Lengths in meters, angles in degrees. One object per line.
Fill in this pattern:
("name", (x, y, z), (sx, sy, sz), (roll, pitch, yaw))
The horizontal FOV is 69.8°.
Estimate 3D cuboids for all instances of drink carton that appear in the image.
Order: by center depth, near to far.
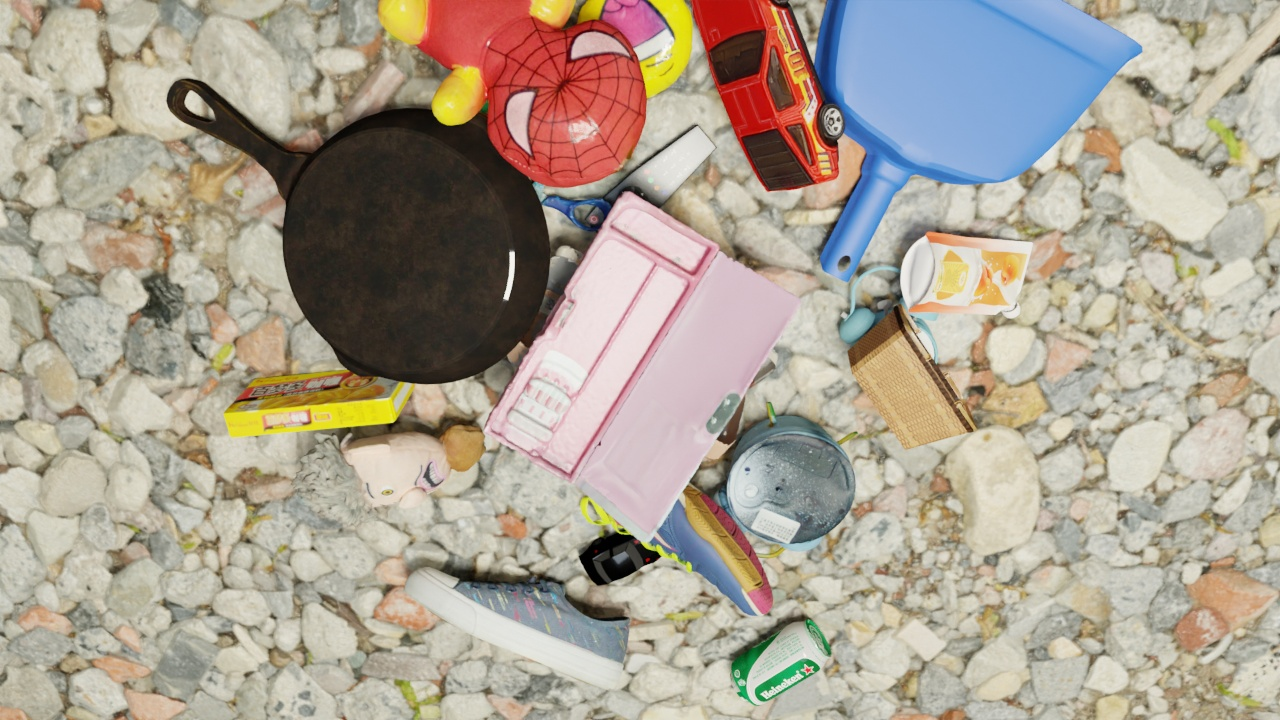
("drink carton", (0.282, -0.071, 0.779), (0.122, 0.039, 0.069), (0, 109, -25))

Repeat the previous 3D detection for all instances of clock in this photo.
("clock", (0.221, -0.025, 0.813), (0.087, 0.042, 0.123), (-15, 105, 8))
("clock", (0.131, 0.123, 0.861), (0.118, 0.060, 0.162), (22, 112, -6))

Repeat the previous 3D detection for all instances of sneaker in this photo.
("sneaker", (0.019, 0.145, 0.833), (0.091, 0.116, 0.242), (-43, 78, 10))
("sneaker", (-0.118, 0.251, 0.924), (0.235, 0.087, 0.079), (25, 76, -5))

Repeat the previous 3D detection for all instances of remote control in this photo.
("remote control", (0.009, -0.149, 0.780), (0.125, 0.010, 0.039), (-39, 106, 16))

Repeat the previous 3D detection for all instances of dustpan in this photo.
("dustpan", (0.221, -0.181, 0.736), (0.245, 0.059, 0.258), (24, 102, -8))

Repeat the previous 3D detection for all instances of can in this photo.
("can", (0.142, 0.310, 0.940), (0.101, 0.053, 0.053), (-38, 106, 16))

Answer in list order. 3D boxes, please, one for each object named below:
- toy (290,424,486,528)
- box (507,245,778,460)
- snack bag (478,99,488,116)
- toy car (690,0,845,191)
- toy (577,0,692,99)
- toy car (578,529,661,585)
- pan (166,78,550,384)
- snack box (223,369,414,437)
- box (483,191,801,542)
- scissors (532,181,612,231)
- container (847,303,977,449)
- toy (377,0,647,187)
("toy", (-0.226, 0.105, 0.848), (0.176, 0.076, 0.133), (-18, 156, -8))
("box", (-0.003, 0.001, 0.799), (0.216, 0.095, 0.107), (26, 76, -8))
("snack bag", (-0.133, -0.177, 0.763), (0.087, 0.044, 0.155), (39, 102, -4))
("toy car", (0.094, -0.221, 0.704), (0.056, 0.082, 0.189), (-35, 111, -30))
("toy", (-0.005, -0.253, 0.721), (0.096, 0.041, 0.094), (-15, 107, 18))
("toy car", (-0.014, 0.192, 0.906), (0.092, 0.036, 0.042), (-26, 109, 12))
("pan", (-0.243, -0.123, 0.743), (0.356, 0.043, 0.249), (34, 105, 2))
("snack box", (-0.288, 0.035, 0.830), (0.152, 0.075, 0.025), (-6, 114, 4))
("box", (-0.002, 0.004, 0.741), (0.179, 0.059, 0.233), (34, 99, 8))
("scissors", (-0.083, -0.133, 0.782), (0.132, 0.015, 0.110), (-36, 96, 14))
("container", (0.225, 0.019, 0.774), (0.061, 0.063, 0.114), (-32, 104, 20))
("toy", (-0.085, -0.223, 0.689), (0.148, 0.098, 0.216), (-44, 89, 13))
